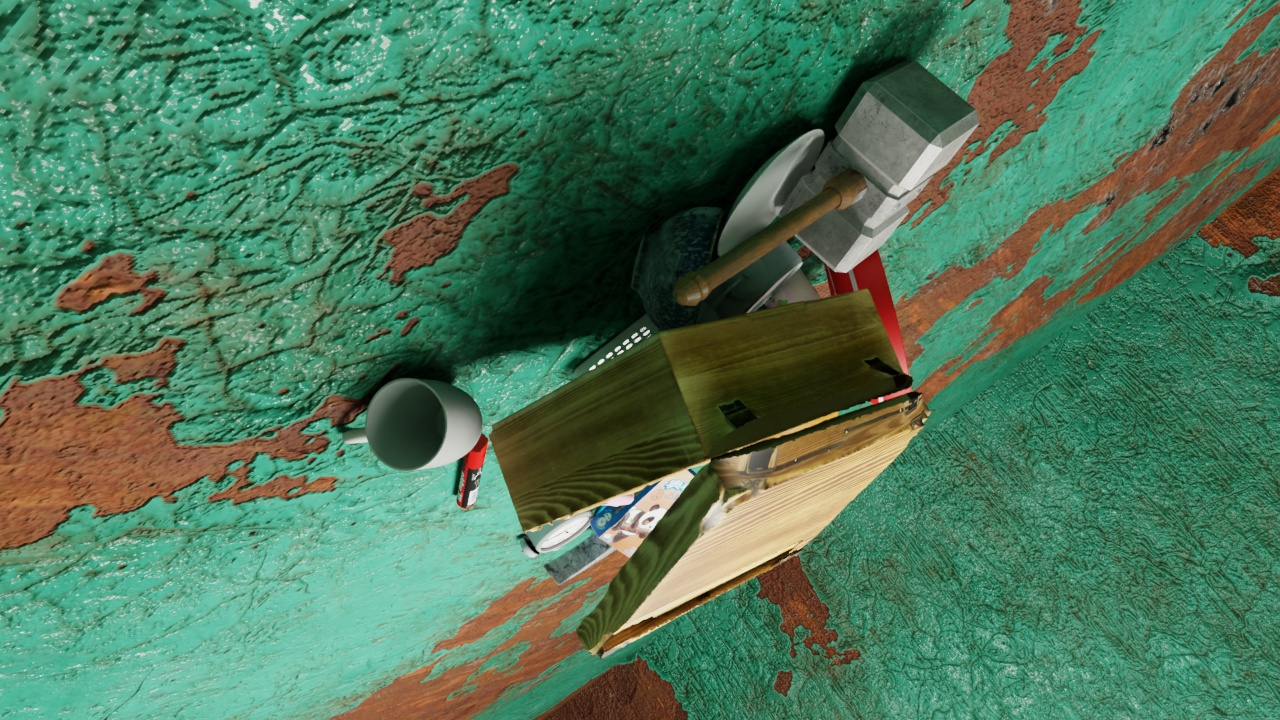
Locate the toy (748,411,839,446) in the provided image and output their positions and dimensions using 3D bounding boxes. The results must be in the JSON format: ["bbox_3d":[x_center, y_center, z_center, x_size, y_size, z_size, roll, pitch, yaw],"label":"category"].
[{"bbox_3d":[0.154,0.028,1.015,0.163,0.198,0.202,-23,178,37],"label":"toy"}]

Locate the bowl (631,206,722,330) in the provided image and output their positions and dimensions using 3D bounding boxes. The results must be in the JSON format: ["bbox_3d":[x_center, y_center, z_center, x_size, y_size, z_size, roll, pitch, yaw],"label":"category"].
[{"bbox_3d":[0.026,-0.076,0.754,0.114,0.061,0.114,17,87,-86],"label":"bowl"}]

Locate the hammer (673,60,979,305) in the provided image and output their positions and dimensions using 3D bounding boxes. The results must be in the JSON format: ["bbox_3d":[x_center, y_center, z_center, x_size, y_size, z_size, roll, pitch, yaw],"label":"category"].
[{"bbox_3d":[0.127,-0.113,0.721,0.316,0.083,0.163,-35,164,-39],"label":"hammer"}]

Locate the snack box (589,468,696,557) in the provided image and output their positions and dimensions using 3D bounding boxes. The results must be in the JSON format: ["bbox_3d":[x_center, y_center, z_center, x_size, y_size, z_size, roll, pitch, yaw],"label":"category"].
[{"bbox_3d":[0.012,0.200,1.268,0.151,0.034,0.087,-42,138,3],"label":"snack box"}]

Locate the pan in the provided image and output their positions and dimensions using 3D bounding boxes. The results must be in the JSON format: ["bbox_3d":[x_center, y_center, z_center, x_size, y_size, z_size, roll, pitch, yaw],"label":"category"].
[{"bbox_3d":[0.250,-0.065,1.029,0.067,0.209,0.355,-15,-172,10],"label":"pan"}]

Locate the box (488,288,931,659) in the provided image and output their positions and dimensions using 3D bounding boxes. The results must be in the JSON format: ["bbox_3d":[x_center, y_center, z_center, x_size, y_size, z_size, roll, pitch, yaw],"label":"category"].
[{"bbox_3d":[0.080,0.083,0.758,0.278,0.215,0.258,-12,166,-44],"label":"box"}]

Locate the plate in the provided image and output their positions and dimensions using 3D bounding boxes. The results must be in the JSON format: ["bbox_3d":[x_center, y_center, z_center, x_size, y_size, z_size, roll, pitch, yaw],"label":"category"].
[{"bbox_3d":[0.108,-0.144,0.785,0.134,0.011,0.135,-44,166,-14],"label":"plate"}]

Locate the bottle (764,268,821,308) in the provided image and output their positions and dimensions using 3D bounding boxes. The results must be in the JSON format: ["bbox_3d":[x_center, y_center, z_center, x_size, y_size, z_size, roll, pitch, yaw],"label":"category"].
[{"bbox_3d":[0.164,-0.045,0.924,0.051,0.146,0.051,-13,137,-13],"label":"bottle"}]

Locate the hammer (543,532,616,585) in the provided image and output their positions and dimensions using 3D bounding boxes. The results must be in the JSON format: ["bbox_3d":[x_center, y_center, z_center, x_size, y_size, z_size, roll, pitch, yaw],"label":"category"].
[{"bbox_3d":[0.000,0.196,1.331,0.217,0.037,0.301,-21,154,-54],"label":"hammer"}]

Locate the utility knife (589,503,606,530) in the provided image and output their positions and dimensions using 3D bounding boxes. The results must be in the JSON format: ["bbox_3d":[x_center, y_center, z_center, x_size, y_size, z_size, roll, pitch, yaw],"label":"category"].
[{"bbox_3d":[-0.054,0.221,1.363,0.031,0.015,0.174,-21,156,-26],"label":"utility knife"}]

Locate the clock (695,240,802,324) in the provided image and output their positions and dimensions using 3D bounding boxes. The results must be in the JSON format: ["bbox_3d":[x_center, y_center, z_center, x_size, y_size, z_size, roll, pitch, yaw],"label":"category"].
[{"bbox_3d":[0.092,-0.066,0.863,0.123,0.045,0.159,-45,174,27],"label":"clock"}]

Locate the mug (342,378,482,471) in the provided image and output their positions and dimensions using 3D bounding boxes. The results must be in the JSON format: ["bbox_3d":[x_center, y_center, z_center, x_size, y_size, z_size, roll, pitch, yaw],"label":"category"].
[{"bbox_3d":[-0.184,0.054,0.747,0.107,0.071,0.089,-11,174,16],"label":"mug"}]

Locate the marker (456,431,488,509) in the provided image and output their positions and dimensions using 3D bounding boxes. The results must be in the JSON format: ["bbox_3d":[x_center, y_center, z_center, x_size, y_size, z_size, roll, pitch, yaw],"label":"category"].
[{"bbox_3d":[-0.174,0.117,0.940,0.021,0.023,0.145,11,145,-9],"label":"marker"}]

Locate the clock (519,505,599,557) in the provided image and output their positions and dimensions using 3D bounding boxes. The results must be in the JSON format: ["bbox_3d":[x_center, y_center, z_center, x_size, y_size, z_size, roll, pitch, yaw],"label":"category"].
[{"bbox_3d":[-0.116,0.231,1.261,0.123,0.035,0.094,-48,156,28],"label":"clock"}]

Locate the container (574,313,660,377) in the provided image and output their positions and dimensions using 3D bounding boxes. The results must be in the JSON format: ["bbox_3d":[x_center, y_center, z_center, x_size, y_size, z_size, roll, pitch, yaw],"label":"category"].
[{"bbox_3d":[-0.005,0.005,0.915,0.129,0.049,0.080,-38,159,7],"label":"container"}]

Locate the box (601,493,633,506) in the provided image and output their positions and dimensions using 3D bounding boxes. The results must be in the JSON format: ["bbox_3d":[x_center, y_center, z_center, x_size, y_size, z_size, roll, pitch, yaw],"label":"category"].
[{"bbox_3d":[-0.081,0.121,1.056,0.095,0.088,0.202,-5,166,17],"label":"box"}]
